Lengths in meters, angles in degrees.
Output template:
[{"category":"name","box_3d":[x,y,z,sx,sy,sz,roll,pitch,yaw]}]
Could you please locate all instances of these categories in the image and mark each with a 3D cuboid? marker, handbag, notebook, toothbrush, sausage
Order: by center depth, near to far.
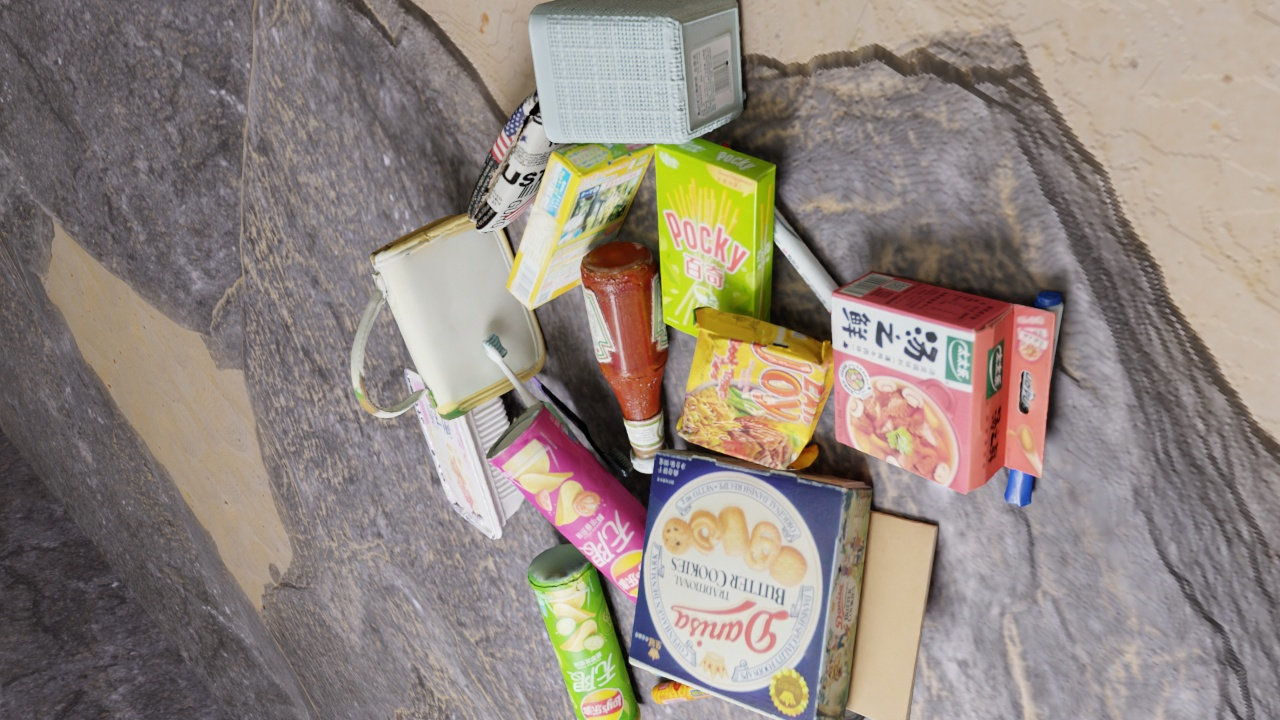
[{"category":"marker","box_3d":[0.238,0.026,0.557,0.017,0.016,0.146,19,126,36]},{"category":"marker","box_3d":[0.096,-0.087,0.624,0.145,0.017,0.017,53,139,5]},{"category":"notebook","box_3d":[0.121,0.179,0.721,0.212,0.012,0.149,9,91,41]},{"category":"handbag","box_3d":[-0.185,-0.031,0.810,0.063,0.178,0.163,3,118,49]},{"category":"toothbrush","box_3d":[-0.063,0.049,0.840,0.189,0.016,0.014,41,149,40]},{"category":"toothbrush","box_3d":[-0.076,0.069,0.842,0.027,0.027,0.224,-16,117,47]},{"category":"sausage","box_3d":[0.058,0.326,0.915,0.021,0.021,0.166,56,139,1]}]

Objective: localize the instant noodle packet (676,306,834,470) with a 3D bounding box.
[{"category":"instant noodle packet","box_3d":[0.083,0.022,0.655,0.111,0.044,0.129,14,135,8]}]

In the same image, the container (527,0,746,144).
[{"category":"container","box_3d":[0.001,-0.191,0.598,0.112,0.089,0.090,15,124,35]}]

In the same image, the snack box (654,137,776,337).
[{"category":"snack box","box_3d":[0.052,-0.077,0.646,0.086,0.026,0.157,27,141,30]}]

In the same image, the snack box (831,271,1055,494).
[{"category":"snack box","box_3d":[0.182,0.015,0.570,0.127,0.044,0.113,21,128,46]}]

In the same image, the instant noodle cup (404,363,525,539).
[{"category":"instant noodle cup","box_3d":[-0.173,0.084,0.943,0.138,0.060,0.173,18,126,56]}]

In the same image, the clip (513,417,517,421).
[{"category":"clip","box_3d":[-0.081,0.091,0.903,0.102,0.094,0.035,-108,20,-48]}]

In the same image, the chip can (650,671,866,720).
[{"category":"chip can","box_3d":[0.097,0.258,0.799,0.211,0.071,0.071,-3,112,44]}]

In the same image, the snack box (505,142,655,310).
[{"category":"snack box","box_3d":[-0.047,-0.107,0.696,0.034,0.086,0.141,45,138,13]}]

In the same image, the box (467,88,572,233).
[{"category":"box","box_3d":[-0.089,-0.155,0.727,0.060,0.071,0.165,31,142,-8]}]

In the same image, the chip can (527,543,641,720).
[{"category":"chip can","box_3d":[-0.059,0.300,0.974,0.073,0.072,0.221,4,118,43]}]

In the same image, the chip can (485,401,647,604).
[{"category":"chip can","box_3d":[-0.039,0.134,0.809,0.210,0.071,0.072,47,141,-13]}]

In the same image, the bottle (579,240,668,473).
[{"category":"bottle","box_3d":[-0.004,0.004,0.749,0.060,0.059,0.206,18,132,36]}]

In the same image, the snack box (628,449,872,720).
[{"category":"snack box","box_3d":[0.081,0.171,0.719,0.178,0.045,0.182,6,88,42]}]
